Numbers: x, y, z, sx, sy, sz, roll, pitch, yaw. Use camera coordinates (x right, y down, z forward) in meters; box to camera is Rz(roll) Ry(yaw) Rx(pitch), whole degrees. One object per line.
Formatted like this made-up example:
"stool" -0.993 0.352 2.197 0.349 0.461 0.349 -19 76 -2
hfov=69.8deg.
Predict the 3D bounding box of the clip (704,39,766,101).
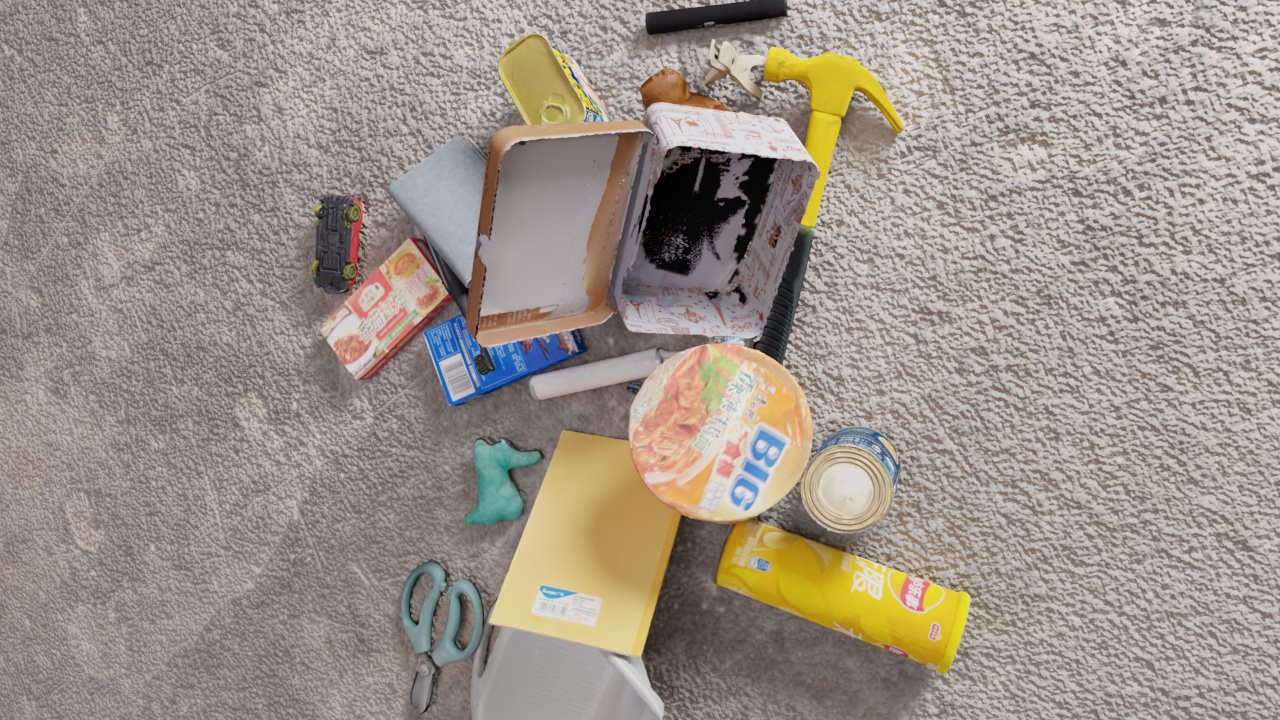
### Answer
"clip" 0.072 -0.261 0.815 0.096 0.101 0.035 25 104 43

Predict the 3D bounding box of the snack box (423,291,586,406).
"snack box" -0.139 -0.019 0.932 0.157 0.026 0.084 -22 86 19

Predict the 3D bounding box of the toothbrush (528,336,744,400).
"toothbrush" -0.005 0.005 0.888 0.221 0.027 0.026 -13 45 19

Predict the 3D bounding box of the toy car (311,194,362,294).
"toy car" -0.324 -0.124 0.985 0.049 0.031 0.106 8 95 19

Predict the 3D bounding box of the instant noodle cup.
"instant noodle cup" 0.071 0.073 0.796 0.151 0.111 0.151 -3 71 8

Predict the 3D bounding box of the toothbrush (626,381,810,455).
"toothbrush" 0.072 0.055 0.871 0.188 0.017 0.016 20 101 17

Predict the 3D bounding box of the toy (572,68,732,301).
"toy" 0.013 -0.147 0.827 0.140 0.130 0.200 44 115 14

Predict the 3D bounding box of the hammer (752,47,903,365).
"hammer" 0.143 -0.119 0.819 0.129 0.032 0.301 14 101 7

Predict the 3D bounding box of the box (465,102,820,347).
"box" -0.006 -0.104 0.723 0.260 0.102 0.179 1 129 -18

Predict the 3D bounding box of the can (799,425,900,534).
"can" 0.182 0.100 0.787 0.075 0.111 0.075 1 94 18

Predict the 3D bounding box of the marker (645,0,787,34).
"marker" 0.068 -0.319 0.843 0.132 0.020 0.022 -1 104 19

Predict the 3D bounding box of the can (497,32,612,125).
"can" -0.077 -0.247 0.865 0.057 0.083 0.102 -32 84 18

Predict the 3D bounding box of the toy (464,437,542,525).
"toy" -0.143 0.122 0.943 0.096 0.030 0.092 -9 93 13

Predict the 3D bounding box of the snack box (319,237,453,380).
"snack box" -0.268 -0.053 0.974 0.153 0.025 0.075 -40 82 17

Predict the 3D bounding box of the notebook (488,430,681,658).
"notebook" -0.040 0.162 0.852 0.146 0.010 0.205 7 55 18

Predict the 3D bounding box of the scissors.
"scissors" -0.204 0.308 0.976 0.130 0.019 0.185 0 94 28

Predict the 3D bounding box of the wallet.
"wallet" -0.172 -0.152 0.920 0.106 0.037 0.129 -40 80 -8

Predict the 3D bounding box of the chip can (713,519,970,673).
"chip can" 0.177 0.204 0.818 0.213 0.072 0.072 18 99 18

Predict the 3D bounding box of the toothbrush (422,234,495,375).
"toothbrush" -0.189 -0.082 0.926 0.027 0.026 0.212 -28 75 17

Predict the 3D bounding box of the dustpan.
"dustpan" -0.093 0.330 0.857 0.142 0.257 0.223 19 101 -7
